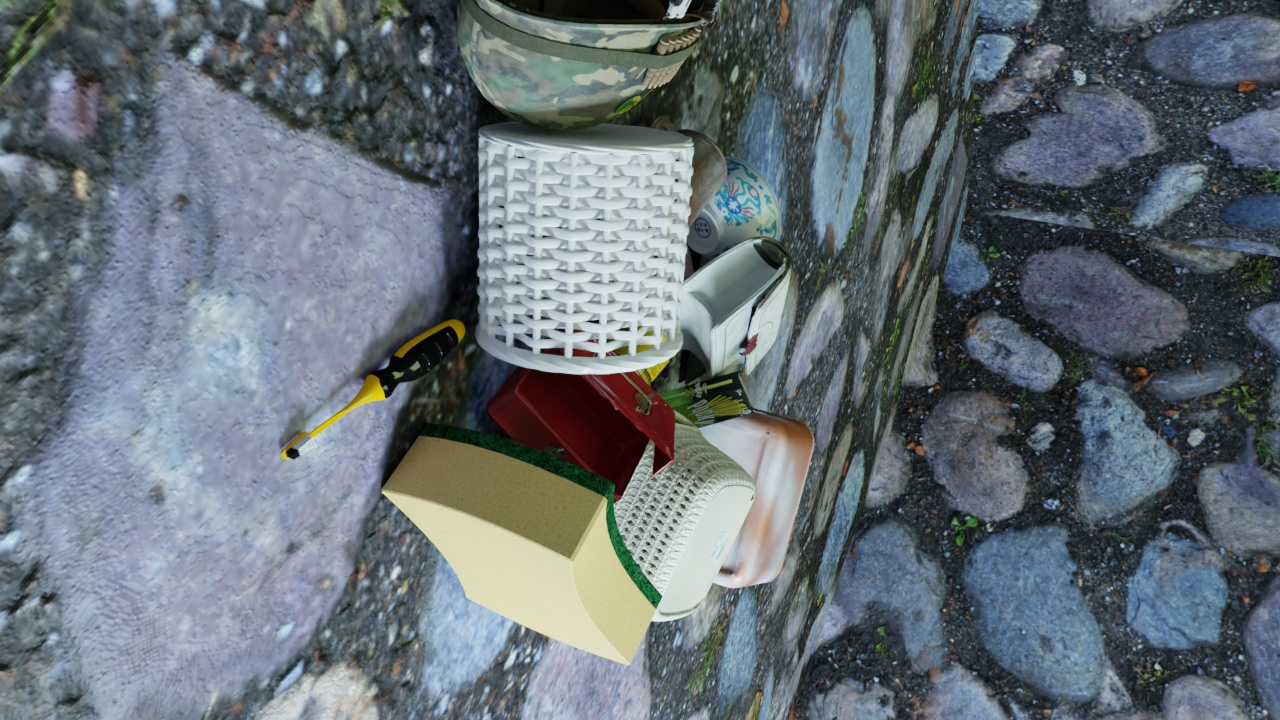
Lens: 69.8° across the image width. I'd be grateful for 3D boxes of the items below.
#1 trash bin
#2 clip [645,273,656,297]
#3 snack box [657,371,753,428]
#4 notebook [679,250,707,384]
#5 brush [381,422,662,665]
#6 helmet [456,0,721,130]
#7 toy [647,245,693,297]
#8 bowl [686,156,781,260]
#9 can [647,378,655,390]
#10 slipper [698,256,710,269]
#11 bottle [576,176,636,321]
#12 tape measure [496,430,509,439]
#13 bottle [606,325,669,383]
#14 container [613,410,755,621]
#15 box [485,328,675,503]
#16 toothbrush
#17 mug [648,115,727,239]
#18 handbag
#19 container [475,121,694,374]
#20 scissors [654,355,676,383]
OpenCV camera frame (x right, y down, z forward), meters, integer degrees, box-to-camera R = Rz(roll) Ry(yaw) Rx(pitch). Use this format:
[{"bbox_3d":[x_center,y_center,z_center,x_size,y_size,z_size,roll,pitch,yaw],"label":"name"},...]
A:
[{"bbox_3d":[0.131,0.193,1.367,0.157,0.182,0.259,17,89,-63],"label":"trash bin"},{"bbox_3d":[0.013,-0.085,1.110,0.040,0.101,0.054,-38,-167,9],"label":"clip"},{"bbox_3d":[0.068,0.062,1.208,0.080,0.148,0.025,57,20,-58],"label":"snack box"},{"bbox_3d":[0.111,-0.096,1.358,0.168,0.019,0.232,-27,127,-57],"label":"notebook"},{"bbox_3d":[-0.101,0.172,0.847,0.075,0.195,0.250,-60,151,-30],"label":"brush"},{"bbox_3d":[-0.038,-0.299,0.717,0.223,0.192,0.237,-33,160,-27],"label":"helmet"},{"bbox_3d":[0.043,-0.100,1.171,0.098,0.053,0.096,-14,115,-55],"label":"toy"},{"bbox_3d":[0.097,-0.177,1.159,0.074,0.144,0.144,-32,132,-36],"label":"bowl"},{"bbox_3d":[-0.007,0.007,1.123,0.053,0.054,0.138,-31,130,-57],"label":"can"},{"bbox_3d":[0.129,-0.146,1.274,0.094,0.064,0.239,11,96,-63],"label":"slipper"},{"bbox_3d":[-0.032,-0.130,1.006,0.083,0.046,0.174,-35,133,-55],"label":"bottle"},{"bbox_3d":[-0.119,0.088,0.924,0.065,0.059,0.036,-48,149,-39],"label":"tape measure"},{"bbox_3d":[-0.014,0.002,1.035,0.163,0.071,0.071,-49,148,-16],"label":"bottle"},{"bbox_3d":[0.030,0.201,1.138,0.184,0.143,0.252,16,101,-58],"label":"container"},{"bbox_3d":[-0.055,0.053,0.911,0.117,0.157,0.135,-40,-168,21],"label":"box"},{"bbox_3d":[-0.210,0.020,0.740,0.196,0.031,0.031,-44,135,-41],"label":"toothbrush"},{"bbox_3d":[0.033,-0.215,1.057,0.123,0.096,0.110,60,42,-30],"label":"mug"},{"bbox_3d":[0.122,-0.057,1.166,0.142,0.096,0.199,-34,158,-11],"label":"handbag"},{"bbox_3d":[-0.051,-0.107,0.812,0.188,0.189,0.187,-30,128,-57],"label":"container"},{"bbox_3d":[0.025,0.006,1.221,0.130,0.019,0.150,75,28,-51],"label":"scissors"}]
